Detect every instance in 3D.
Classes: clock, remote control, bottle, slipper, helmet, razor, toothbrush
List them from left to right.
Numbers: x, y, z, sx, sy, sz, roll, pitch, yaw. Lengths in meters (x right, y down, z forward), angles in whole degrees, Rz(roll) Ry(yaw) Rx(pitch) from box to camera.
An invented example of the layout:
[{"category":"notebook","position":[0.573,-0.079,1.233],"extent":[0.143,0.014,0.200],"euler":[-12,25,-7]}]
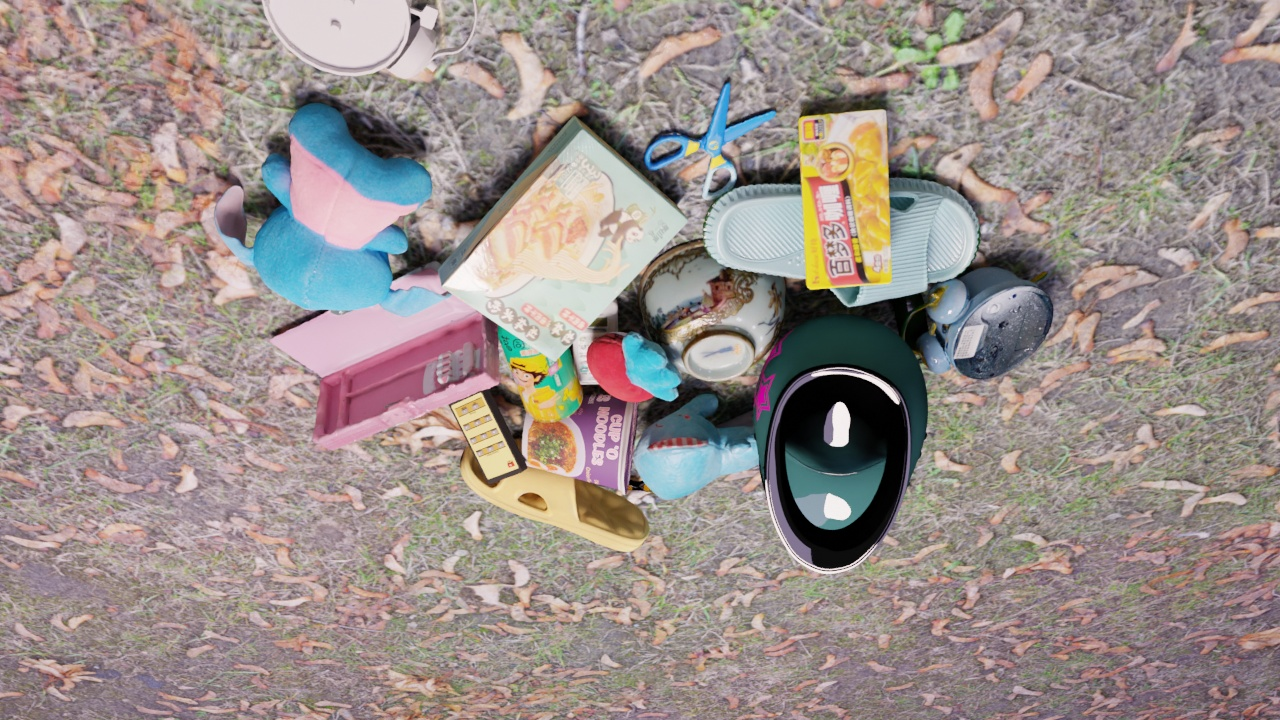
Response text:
[{"category":"clock","position":[-0.204,-0.271,0.692],"extent":[0.159,0.061,0.120],"euler":[8,137,-10]},{"category":"remote control","position":[-0.181,0.074,1.049],"extent":[0.058,0.013,0.133],"euler":[-24,95,33]},{"category":"bottle","position":[-0.115,-0.028,0.962],"extent":[0.068,0.068,0.210],"euler":[-8,131,6]},{"category":"slipper","position":[-0.094,0.153,1.141],"extent":[0.263,0.099,0.079],"euler":[29,116,-19]},{"category":"remote control","position":[-0.050,-0.023,1.007],"extent":[0.050,0.022,0.134],"euler":[0,138,-2]},{"category":"razor","position":[-0.034,0.160,1.217],"extent":[0.144,0.021,0.044],"euler":[10,137,-10]},{"category":"toothbrush","position":[0.124,0.078,1.132],"extent":[0.188,0.018,0.019],"euler":[-25,133,23]},{"category":"helmet","position":[0.204,0.086,0.962],"extent":[0.176,0.199,0.275],"euler":[6,105,11]},{"category":"slipper","position":[0.197,-0.114,0.869],"extent":[0.276,0.069,0.116],"euler":[2,120,-6]},{"category":"bottle","position":[0.286,-0.058,0.978],"extent":[0.033,0.033,0.123],"euler":[-15,136,13]},{"category":"clock","position":[0.349,-0.038,0.958],"extent":[0.162,0.060,0.118],"euler":[-7,128,-14]}]

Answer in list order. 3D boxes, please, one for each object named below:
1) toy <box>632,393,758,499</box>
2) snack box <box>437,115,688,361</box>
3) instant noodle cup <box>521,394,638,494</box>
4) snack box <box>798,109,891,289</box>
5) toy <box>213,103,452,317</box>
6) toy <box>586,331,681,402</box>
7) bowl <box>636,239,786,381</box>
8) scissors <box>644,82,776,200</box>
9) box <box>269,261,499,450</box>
[{"category":"toy","position":[0.078,0.095,1.079],"extent":[0.180,0.114,0.183],"euler":[-12,166,0]},{"category":"snack box","position":[-0.072,-0.108,0.856],"extent":[0.194,0.044,0.141],"euler":[-46,125,13]},{"category":"instant noodle cup","position":[-0.071,0.091,1.066],"extent":[0.122,0.136,0.122],"euler":[6,111,4]},{"category":"snack box","position":[0.181,-0.141,0.814],"extent":[0.075,0.025,0.152],"euler":[-3,100,8]},{"category":"toy","position":[-0.265,-0.119,0.833],"extent":[0.224,0.098,0.192],"euler":[25,126,-16]},{"category":"toy","position":[-0.006,0.006,0.954],"extent":[0.092,0.062,0.133],"euler":[40,156,-26]},{"category":"bowl","position":[0.077,-0.036,0.946],"extent":[0.160,0.093,0.160],"euler":[-2,139,-2]},{"category":"scissors","position":[0.068,-0.191,0.832],"extent":[0.125,0.016,0.123],"euler":[-22,139,20]},{"category":"box","position":[-0.275,-0.001,0.968],"extent":[0.233,0.106,0.115],"euler":[-20,145,20]}]
